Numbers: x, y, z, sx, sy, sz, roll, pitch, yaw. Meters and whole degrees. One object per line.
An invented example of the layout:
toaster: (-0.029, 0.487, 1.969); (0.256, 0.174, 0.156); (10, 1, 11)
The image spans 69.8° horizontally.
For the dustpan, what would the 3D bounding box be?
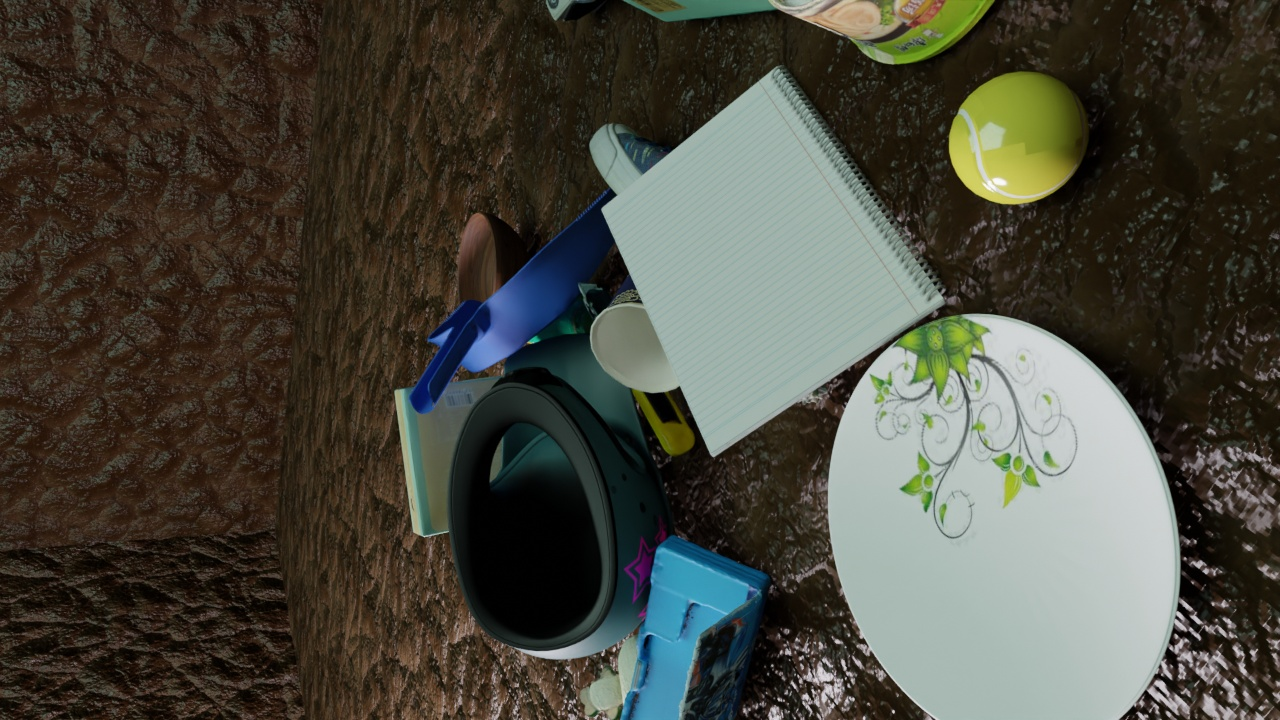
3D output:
dustpan: (-0.127, -0.036, 0.832); (0.246, 0.059, 0.256); (-30, 26, 39)

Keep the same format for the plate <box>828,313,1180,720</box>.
plate: (0.190, 0.090, 0.503); (0.230, 0.030, 0.229); (0, 90, 61)

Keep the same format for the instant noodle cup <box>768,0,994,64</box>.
instant noodle cup: (0.136, -0.252, 0.531); (0.146, 0.097, 0.146); (1, 91, 61)

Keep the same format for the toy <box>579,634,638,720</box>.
toy: (0.002, 0.290, 0.820); (0.113, 0.050, 0.087); (-29, 63, 34)

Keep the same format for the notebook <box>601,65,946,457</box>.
notebook: (0.076, -0.080, 0.637); (0.178, 0.013, 0.245); (-36, 52, 18)

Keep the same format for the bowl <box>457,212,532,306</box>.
bowl: (-0.169, -0.104, 1.117); (0.147, 0.068, 0.147); (-2, 87, 62)

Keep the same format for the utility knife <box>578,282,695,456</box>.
utility knife: (-0.005, 0.005, 0.791); (0.172, 0.028, 0.020); (59, 154, 0)

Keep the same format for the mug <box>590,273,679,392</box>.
mug: (0.026, -0.027, 0.754); (0.086, 0.112, 0.089); (-48, 9, 43)

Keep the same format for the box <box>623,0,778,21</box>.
box: (0.046, -0.305, 0.703); (0.188, 0.092, 0.077); (31, 118, 58)

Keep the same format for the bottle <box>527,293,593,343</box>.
bottle: (-0.086, -0.045, 0.968); (0.210, 0.068, 0.068); (12, 100, 61)

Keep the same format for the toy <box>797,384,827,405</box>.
toy: (0.102, -0.021, 0.648); (0.109, 0.041, 0.095); (14, 89, 55)

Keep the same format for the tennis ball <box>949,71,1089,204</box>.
tennis ball: (0.191, -0.112, 0.465); (0.065, 0.065, 0.065); (-1, 89, 61)

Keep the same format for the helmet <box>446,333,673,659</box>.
helmet: (-0.067, 0.114, 0.807); (0.200, 0.176, 0.274); (-10, -88, -77)

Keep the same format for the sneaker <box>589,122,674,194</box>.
sneaker: (0.035, -0.141, 0.758); (0.079, 0.087, 0.235); (-47, 45, 15)

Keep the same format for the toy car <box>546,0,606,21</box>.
toy car: (-0.039, -0.387, 0.883); (0.192, 0.094, 0.071); (-21, 92, 59)

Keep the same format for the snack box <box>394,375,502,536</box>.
snack box: (-0.137, 0.086, 0.917); (0.044, 0.193, 0.141); (-6, 92, 62)

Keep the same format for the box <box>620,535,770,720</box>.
box: (0.019, 0.275, 0.708); (0.094, 0.115, 0.244); (19, 111, 24)
